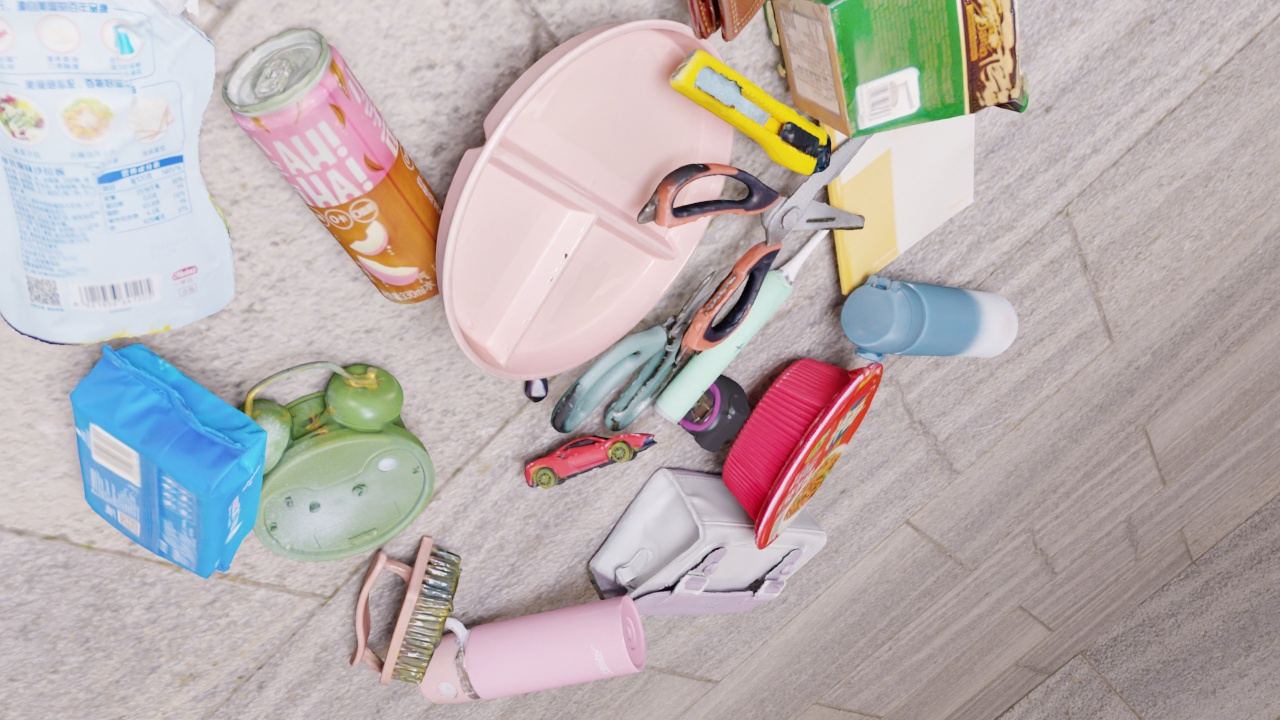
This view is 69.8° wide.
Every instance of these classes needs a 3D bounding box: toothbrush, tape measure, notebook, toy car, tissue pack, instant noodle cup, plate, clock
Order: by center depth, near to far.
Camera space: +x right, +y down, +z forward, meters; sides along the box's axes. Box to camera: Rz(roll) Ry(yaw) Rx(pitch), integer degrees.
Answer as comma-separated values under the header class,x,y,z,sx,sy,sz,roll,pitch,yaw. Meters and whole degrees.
class,x,y,z,sx,sy,sz,roll,pitch,yaw
tissue pack,-0.257,0.060,0.507,0.052,0.095,0.158,-56,180,-43
plate,-0.028,-0.090,0.541,0.229,0.028,0.230,-36,148,-27
clock,-0.200,0.062,0.592,0.116,0.056,0.161,-22,140,-17
notebook,0.198,-0.156,0.689,0.145,0.010,0.206,-36,142,-11
toy car,-0.039,0.075,0.720,0.106,0.031,0.049,-17,175,6
toothbrush,0.090,-0.039,0.721,0.225,0.026,0.027,-49,138,8
tape measure,0.058,0.039,0.756,0.039,0.057,0.057,23,117,-41
instant noodle cup,0.133,0.070,0.800,0.193,0.066,0.194,-47,157,-27

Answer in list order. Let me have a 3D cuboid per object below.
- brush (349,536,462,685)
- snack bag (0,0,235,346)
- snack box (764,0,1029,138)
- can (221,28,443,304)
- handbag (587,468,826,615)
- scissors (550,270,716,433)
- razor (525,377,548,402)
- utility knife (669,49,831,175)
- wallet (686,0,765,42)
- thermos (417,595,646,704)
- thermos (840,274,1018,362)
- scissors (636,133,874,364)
class,x,y,z,sx,sy,sz,roll,pitch,yaw
brush,-0.196,0.212,0.749,0.073,0.063,0.146,17,125,-12
snack bag,-0.247,-0.094,0.415,0.110,0.039,0.191,-7,132,-24
snack box,0.144,-0.191,0.535,0.105,0.117,0.118,-25,123,-5
can,-0.145,-0.093,0.474,0.058,0.058,0.147,-33,141,-4
handbag,0.067,0.187,0.889,0.196,0.098,0.145,14,126,-43
scissors,-0.004,0.003,0.661,0.178,0.019,0.173,-22,153,-50
razor,-0.075,-0.018,0.631,0.042,0.022,0.143,-18,138,-19
utility knife,0.072,-0.144,0.549,0.154,0.015,0.033,15,99,-45
wallet,0.050,-0.242,0.464,0.101,0.032,0.124,-56,148,-20
thermos,-0.101,0.248,0.803,0.199,0.067,0.087,-13,109,13
thermos,0.254,-0.033,0.802,0.220,0.070,0.070,0,130,-45
scissors,0.084,-0.094,0.620,0.222,0.015,0.189,-49,141,-1
